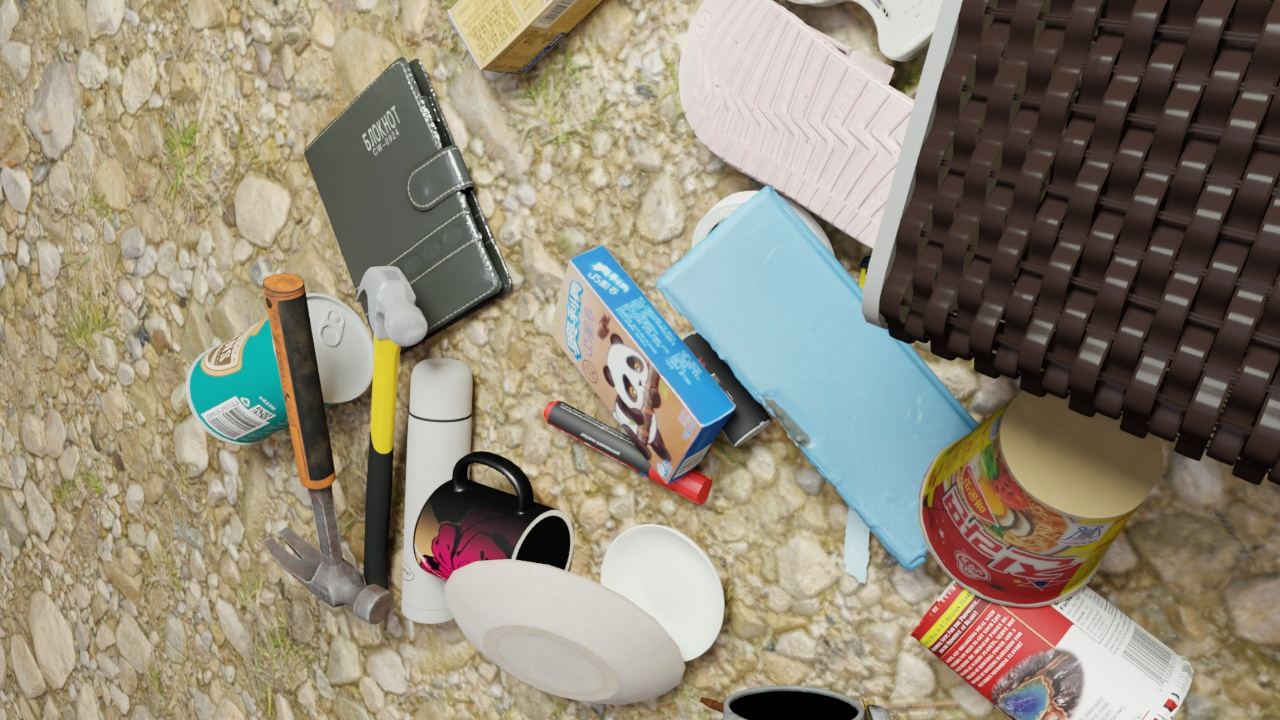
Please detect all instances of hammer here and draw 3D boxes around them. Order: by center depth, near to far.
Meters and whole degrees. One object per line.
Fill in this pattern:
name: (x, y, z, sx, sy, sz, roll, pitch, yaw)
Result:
hammer: (-0.279, 0.073, 0.760, 0.138, 0.034, 0.315, 19, 124, 27)
hammer: (-0.220, 0.069, 0.779, 0.127, 0.029, 0.324, 53, 139, 47)

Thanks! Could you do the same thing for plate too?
plate: (-0.062, 0.212, 0.677, 0.189, 0.027, 0.189, 13, 138, 11)
plate: (0.020, 0.170, 0.681, 0.104, 0.026, 0.104, 5, 100, 32)

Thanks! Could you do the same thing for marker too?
marker: (-0.013, 0.067, 0.689, 0.145, 0.021, 0.023, 25, 140, 27)

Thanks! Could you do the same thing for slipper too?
slipper: (0.112, -0.139, 0.550, 0.239, 0.064, 0.094, 47, 123, 33)

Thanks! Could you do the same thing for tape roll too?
tape roll: (0.078, -0.063, 0.587, 0.094, 0.018, 0.094, 22, 136, 22)

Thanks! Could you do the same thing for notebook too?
notebook: (-0.202, -0.124, 0.774, 0.170, 0.029, 0.209, -26, 86, 35)

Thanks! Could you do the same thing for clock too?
clock: (0.114, 0.250, 0.600, 0.148, 0.104, 0.056, -2, 87, 3)

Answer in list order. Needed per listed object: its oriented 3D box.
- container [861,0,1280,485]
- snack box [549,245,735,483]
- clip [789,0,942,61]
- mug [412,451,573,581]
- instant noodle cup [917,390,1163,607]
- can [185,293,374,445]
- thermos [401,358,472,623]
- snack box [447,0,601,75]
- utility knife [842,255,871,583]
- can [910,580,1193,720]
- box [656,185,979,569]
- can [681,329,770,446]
container: (0.264, -0.088, 0.358, 0.244, 0.245, 0.248, 22, 109, 31)
snack box: (-0.004, 0.004, 0.639, 0.151, 0.034, 0.087, 51, 148, 18)
clip: (0.127, -0.243, 0.515, 0.127, 0.098, 0.152, -32, 70, 35)
mug: (-0.117, 0.128, 0.725, 0.098, 0.081, 0.118, 13, 113, 30)
instant noodle cup: (0.196, 0.061, 0.452, 0.100, 0.112, 0.100, -3, 65, 6)
can: (-0.326, 0.011, 0.831, 0.144, 0.099, 0.099, -21, 86, 33)
thermos: (-0.172, 0.110, 0.778, 0.052, 0.052, 0.224, 13, 105, 30)
snack box: (-0.041, -0.281, 0.629, 0.207, 0.057, 0.056, -32, 84, 32)
utility knife: (0.147, 0.040, 0.588, 0.030, 0.019, 0.217, 11, 107, 39)
can: (0.226, 0.161, 0.513, 0.116, 0.086, 0.087, 39, 116, 22)
box: (0.118, 0.009, 0.554, 0.093, 0.054, 0.231, -42, 92, 11)
can: (0.054, 0.018, 0.631, 0.032, 0.031, 0.080, -43, 75, 30)
